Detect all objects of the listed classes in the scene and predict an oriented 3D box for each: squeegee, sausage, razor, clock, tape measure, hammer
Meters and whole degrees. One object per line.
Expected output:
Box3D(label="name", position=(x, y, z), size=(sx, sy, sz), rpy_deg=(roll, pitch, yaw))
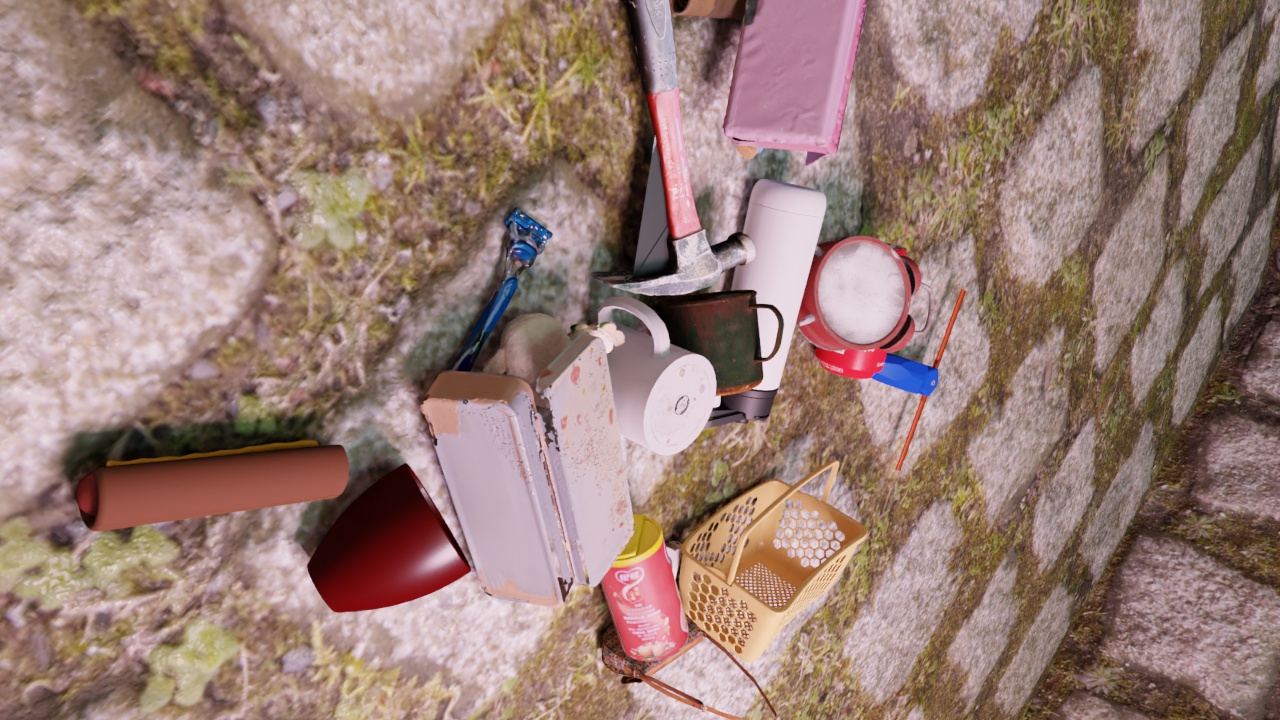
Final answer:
Box3D(label="squeegee", position=(0.322, 0.015, 1.131), size=(0.184, 0.055, 0.249), rpy_deg=(13, 98, -39))
Box3D(label="sausage", position=(-0.246, 0.071, 0.542), size=(0.155, 0.040, 0.040), rpy_deg=(-2, 109, -47))
Box3D(label="razor", position=(-0.105, -0.038, 0.660), size=(0.044, 0.018, 0.141), rpy_deg=(30, 85, -51))
Box3D(label="clock", position=(0.220, -0.061, 0.908), size=(0.156, 0.062, 0.110), rpy_deg=(9, 87, -20))
Box3D(label="tape measure", position=(0.012, 0.210, 0.909), size=(0.064, 0.017, 0.064), rpy_deg=(0, 108, -48))
Box3D(label="hammer", position=(0.008, -0.199, 0.682), size=(0.140, 0.036, 0.326), rpy_deg=(-23, 121, -22))

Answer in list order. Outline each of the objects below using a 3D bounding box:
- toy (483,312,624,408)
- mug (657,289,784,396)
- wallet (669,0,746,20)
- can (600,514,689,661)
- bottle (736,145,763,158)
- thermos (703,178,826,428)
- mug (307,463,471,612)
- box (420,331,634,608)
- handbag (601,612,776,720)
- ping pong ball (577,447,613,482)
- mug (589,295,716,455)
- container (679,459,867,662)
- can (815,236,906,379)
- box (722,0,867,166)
Box3D(label="toy", position=(-0.070, 0.000, 0.689), size=(0.112, 0.050, 0.087), rpy_deg=(-35, 134, -9))
Box3D(label="mug", position=(0.072, -0.015, 0.779), size=(0.084, 0.111, 0.081), rpy_deg=(-18, 103, -53))
Box3D(label="wallet", position=(0.061, -0.326, 0.702), size=(0.098, 0.027, 0.121), rpy_deg=(-21, 121, -47))
Box3D(label="can", position=(0.000, 0.209, 0.841), size=(0.066, 0.067, 0.124), rpy_deg=(-32, 120, -34))
Box3D(label="bottle", position=(0.126, -0.229, 0.801), size=(0.131, 0.048, 0.048), rpy_deg=(-54, 139, -15))
Box3D(label="thermos", position=(0.102, -0.050, 0.851), size=(0.101, 0.068, 0.230), rpy_deg=(1, 109, -34))
Box3D(label="mug", position=(-0.175, 0.135, 0.631), size=(0.088, 0.087, 0.114), rpy_deg=(-31, 159, -13))
Box3D(label="box", position=(-0.076, 0.083, 0.695), size=(0.095, 0.115, 0.217), rpy_deg=(-72, 160, -51))
Box3D(label="handbag", position=(0.051, 0.292, 0.853), size=(0.093, 0.196, 0.043), rpy_deg=(-21, 117, -38))
Box3D(label="ping pong ball", position=(-0.034, 0.094, 0.783), size=(0.040, 0.040, 0.040), rpy_deg=(-23, 124, -40))
Box3D(label="mug", position=(-0.004, 0.004, 0.730), size=(0.082, 0.096, 0.120), rpy_deg=(-31, 128, -35))
Box3D(label="container", position=(0.135, 0.190, 0.942), size=(0.182, 0.129, 0.167), rpy_deg=(-26, 137, -44))
Box3D(label="can", position=(0.237, -0.056, 0.986), size=(0.074, 0.074, 0.143), rpy_deg=(-6, 112, -46))
Box3D(label="box", position=(0.144, -0.278, 0.742), size=(0.106, 0.099, 0.232), rpy_deg=(4, 96, -66))
